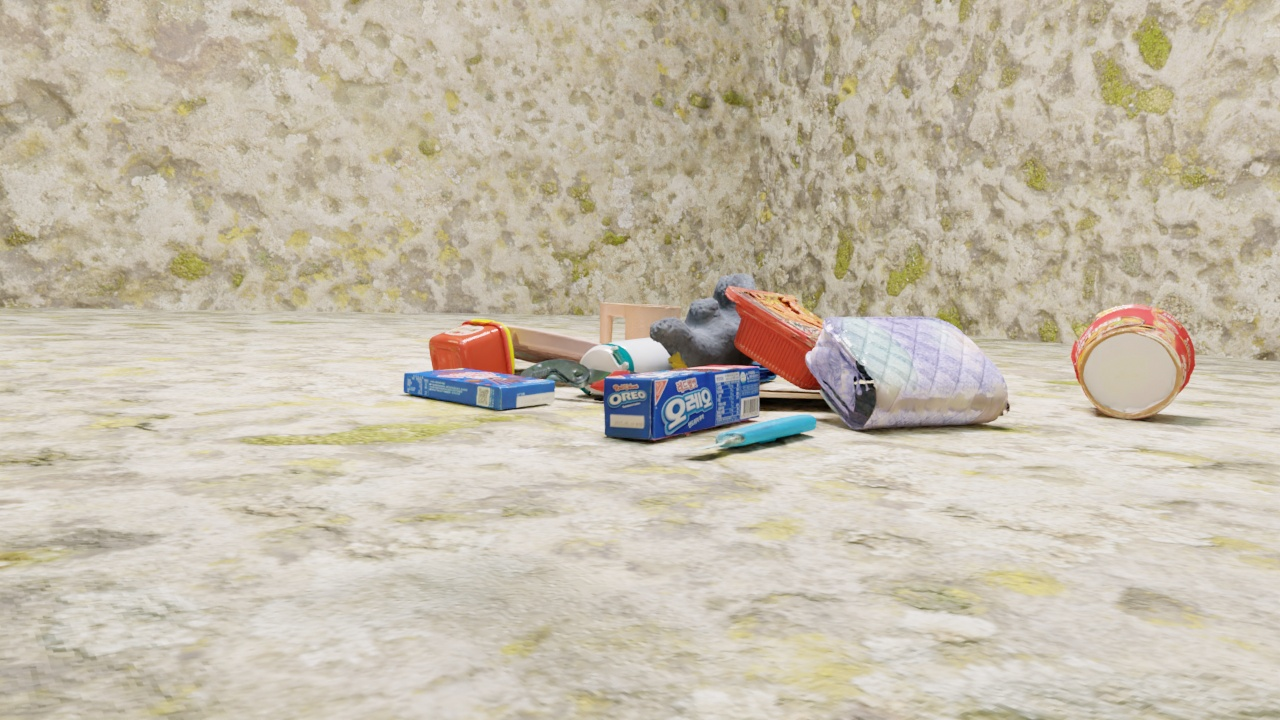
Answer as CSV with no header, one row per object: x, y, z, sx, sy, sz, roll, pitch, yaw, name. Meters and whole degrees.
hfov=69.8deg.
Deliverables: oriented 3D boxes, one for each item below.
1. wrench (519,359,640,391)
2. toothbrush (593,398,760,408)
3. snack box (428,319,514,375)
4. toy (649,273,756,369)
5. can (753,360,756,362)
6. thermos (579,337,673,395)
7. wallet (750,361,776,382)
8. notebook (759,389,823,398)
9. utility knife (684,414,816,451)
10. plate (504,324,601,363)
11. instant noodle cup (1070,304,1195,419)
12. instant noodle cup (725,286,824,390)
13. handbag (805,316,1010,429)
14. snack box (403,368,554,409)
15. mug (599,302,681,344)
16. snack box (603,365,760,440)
-0.005,0.030,1.022,0.274,0.016,0.056,5,49,15,wrench
0.039,0.045,1.022,0.189,0.016,0.014,2,-5,13,toothbrush
-0.214,-0.006,1.159,0.091,0.082,0.079,6,20,44,snack box
0.102,-0.035,1.207,0.092,0.138,0.355,-8,14,26,toy
0.198,-0.006,1.462,0.134,0.053,0.053,0,6,-25,can
-0.007,0.007,1.160,0.073,0.073,0.223,5,6,24,thermos
0.120,0.011,1.336,0.133,0.040,0.106,4,1,28,wallet
0.175,0.040,1.104,0.207,0.008,0.148,2,-1,-11,notebook
0.099,0.065,0.803,0.034,0.018,0.198,-9,-2,37,utility knife
-0.119,-0.012,1.266,0.229,0.028,0.229,11,-6,1,plate
0.600,0.008,1.119,0.138,0.138,0.108,5,14,28,instant noodle cup
0.194,-0.024,1.133,0.189,0.079,0.164,36,18,31,instant noodle cup
0.281,0.016,0.979,0.193,0.076,0.134,0,38,-26,handbag
-0.180,0.030,1.016,0.157,0.026,0.084,6,7,37,snack box
-0.003,-0.032,1.368,0.125,0.103,0.084,4,5,14,mug
0.046,0.037,0.880,0.058,0.057,0.207,2,5,34,snack box
